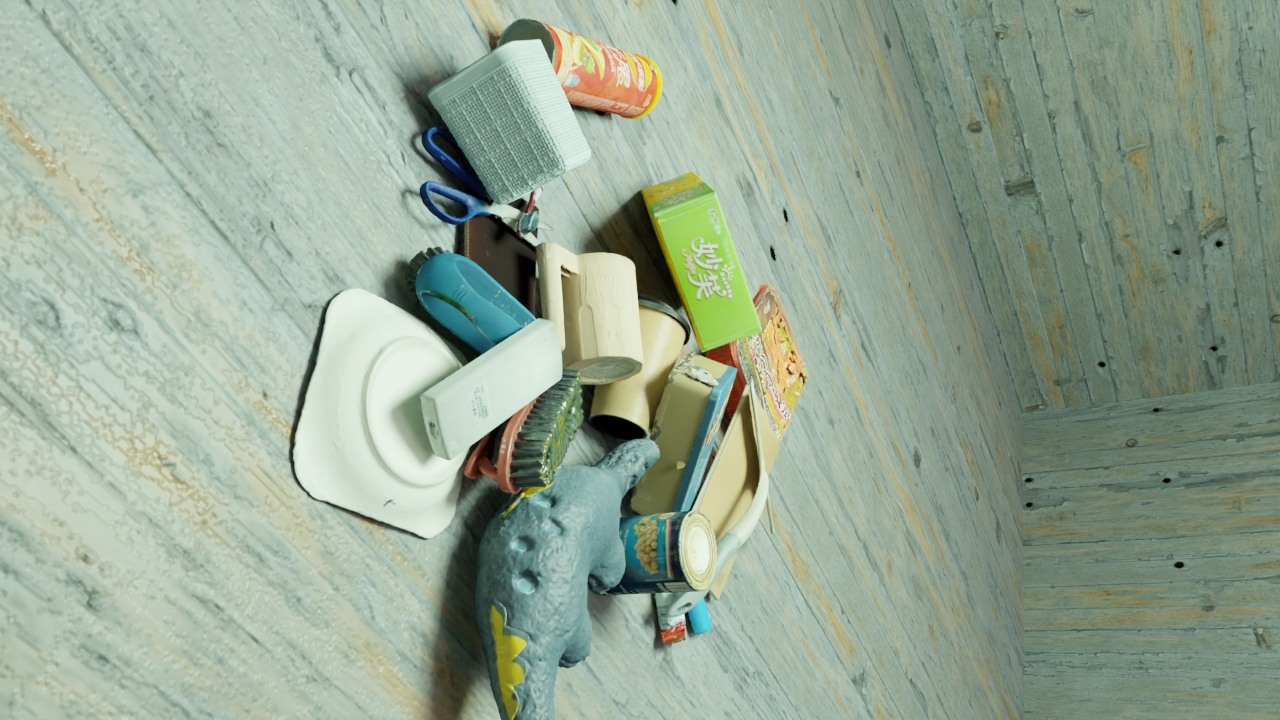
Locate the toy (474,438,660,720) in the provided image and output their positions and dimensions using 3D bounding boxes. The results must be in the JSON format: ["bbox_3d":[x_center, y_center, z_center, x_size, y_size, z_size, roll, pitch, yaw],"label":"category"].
[{"bbox_3d":[-0.066,0.163,0.760,0.138,0.092,0.355,45,37,-16],"label":"toy"}]

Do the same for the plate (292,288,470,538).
[{"bbox_3d":[-0.174,0.039,0.685,0.164,0.034,0.163,36,51,-50],"label":"plate"}]

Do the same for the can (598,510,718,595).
[{"bbox_3d":[0.010,0.184,0.875,0.075,0.111,0.075,26,59,-54],"label":"can"}]

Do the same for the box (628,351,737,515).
[{"bbox_3d":[0.042,0.087,0.940,0.089,0.059,0.185,-45,151,-62],"label":"box"}]

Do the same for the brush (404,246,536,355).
[{"bbox_3d":[-0.125,-0.035,0.745,0.055,0.073,0.144,-50,134,-5],"label":"brush"}]

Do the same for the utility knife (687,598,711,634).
[{"bbox_3d":[0.047,0.230,1.018,0.034,0.018,0.166,-47,120,-70],"label":"utility knife"}]

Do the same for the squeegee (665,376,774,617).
[{"bbox_3d":[0.100,0.188,1.004,0.245,0.039,0.247,-50,140,-40],"label":"squeegee"}]

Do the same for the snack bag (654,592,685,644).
[{"bbox_3d":[0.030,0.249,0.974,0.045,0.026,0.105,1,79,-50],"label":"snack bag"}]

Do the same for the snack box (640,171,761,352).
[{"bbox_3d":[0.063,-0.116,1.019,0.210,0.070,0.158,-102,172,-72],"label":"snack box"}]

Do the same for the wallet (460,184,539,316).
[{"bbox_3d":[-0.127,-0.101,0.826,0.096,0.020,0.122,29,54,-53],"label":"wallet"}]

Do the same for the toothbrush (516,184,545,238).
[{"bbox_3d":[-0.093,-0.170,0.872,0.016,0.017,0.187,52,28,-30],"label":"toothbrush"}]

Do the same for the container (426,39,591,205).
[{"bbox_3d":[-0.107,-0.203,0.792,0.111,0.090,0.089,61,22,-12],"label":"container"}]

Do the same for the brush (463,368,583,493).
[{"bbox_3d":[-0.095,0.058,0.758,0.145,0.069,0.063,-68,159,-61],"label":"brush"}]

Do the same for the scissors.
[{"bbox_3d":[-0.134,-0.145,0.808,0.169,0.012,0.147,-28,98,-60],"label":"scissors"}]

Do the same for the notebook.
[{"bbox_3d":[0.107,0.155,1.055,0.211,0.012,0.149,-64,147,-24],"label":"notebook"}]

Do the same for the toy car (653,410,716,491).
[{"bbox_3d":[0.054,0.101,1.033,0.122,0.056,0.037,65,29,-24],"label":"toy car"}]

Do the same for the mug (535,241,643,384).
[{"bbox_3d":[-0.051,-0.043,0.857,0.124,0.084,0.103,25,53,-55],"label":"mug"}]

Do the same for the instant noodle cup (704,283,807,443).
[{"bbox_3d":[0.151,0.005,1.205,0.188,0.079,0.164,-53,126,-51],"label":"instant noodle cup"}]

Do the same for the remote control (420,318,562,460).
[{"bbox_3d":[-0.110,0.019,0.703,0.134,0.019,0.056,-39,134,-42],"label":"remote control"}]

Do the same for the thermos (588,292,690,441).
[{"bbox_3d":[-0.006,0.005,0.938,0.093,0.093,0.143,44,54,-45],"label":"thermos"}]

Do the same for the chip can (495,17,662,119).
[{"bbox_3d":[-0.058,-0.298,0.954,0.216,0.073,0.073,-15,94,-59],"label":"chip can"}]
